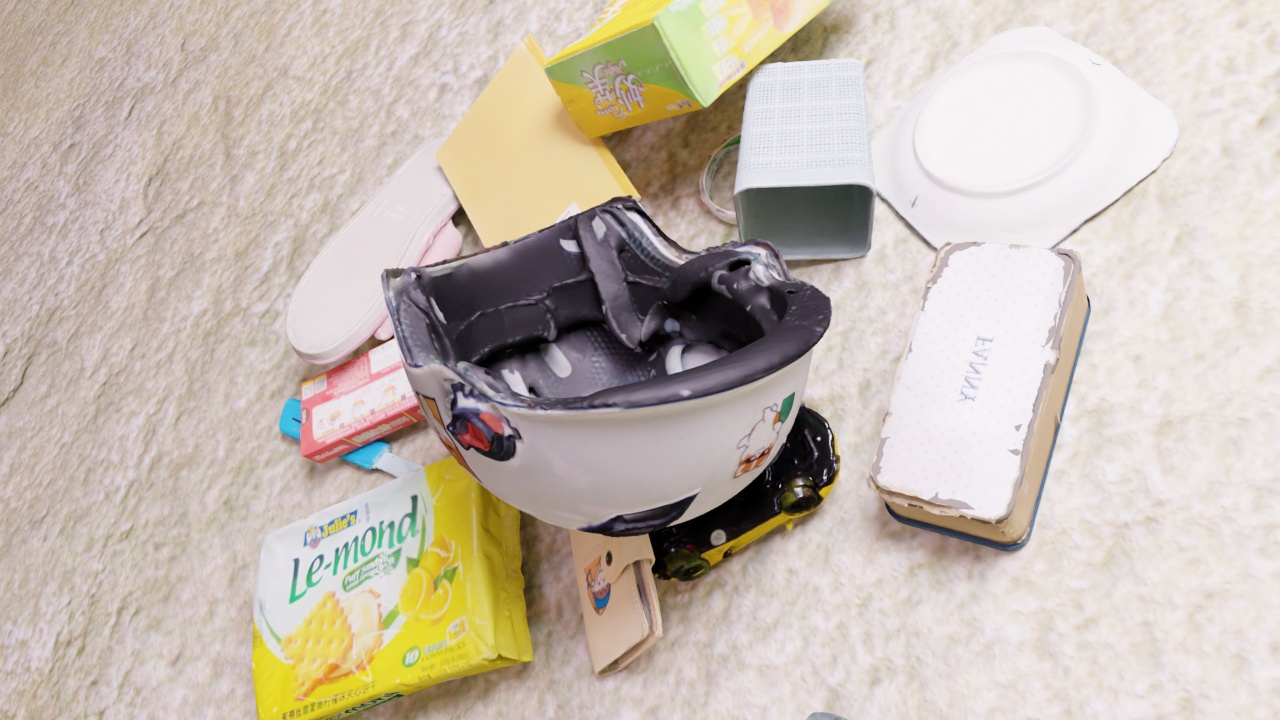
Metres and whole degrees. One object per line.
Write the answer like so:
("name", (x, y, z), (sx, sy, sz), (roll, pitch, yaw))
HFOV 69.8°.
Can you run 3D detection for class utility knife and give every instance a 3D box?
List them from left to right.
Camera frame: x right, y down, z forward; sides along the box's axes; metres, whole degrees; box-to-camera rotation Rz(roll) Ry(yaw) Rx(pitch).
("utility knife", (-0.246, 0.075, 0.798), (0.219, 0.018, 0.034), (16, 75, 34))

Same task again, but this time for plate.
("plate", (0.241, -0.149, 0.608), (0.164, 0.034, 0.164), (-40, 54, 8))

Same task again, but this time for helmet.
("helmet", (-0.022, 0.016, 0.549), (0.229, 0.157, 0.274), (-26, 37, -35))

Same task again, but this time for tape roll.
("tape roll", (0.087, -0.145, 0.710), (0.086, 0.014, 0.085), (-14, 60, 25))

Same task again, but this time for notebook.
("notebook", (-0.094, -0.155, 0.767), (0.146, 0.010, 0.206), (-45, 60, 24))

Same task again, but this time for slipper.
("slipper", (-0.221, -0.102, 0.839), (0.114, 0.054, 0.273), (12, 59, 27))

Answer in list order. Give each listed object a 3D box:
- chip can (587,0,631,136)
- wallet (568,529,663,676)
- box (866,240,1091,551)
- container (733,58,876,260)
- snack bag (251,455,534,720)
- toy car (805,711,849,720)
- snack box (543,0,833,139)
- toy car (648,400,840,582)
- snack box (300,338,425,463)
("chip can", (0.008, -0.300, 0.800), (0.072, 0.072, 0.213), (34, 85, 38))
("wallet", (-0.018, 0.138, 0.605), (0.088, 0.024, 0.115), (-48, 43, 42))
("box", (0.197, 0.022, 0.533), (0.090, 0.062, 0.184), (14, 76, 36))
("container", (0.113, -0.140, 0.633), (0.090, 0.090, 0.111), (-1, 65, 11))
("snack bag", (-0.185, 0.176, 0.678), (0.247, 0.068, 0.157), (-23, 57, 20))
("toy car", (0.099, 0.239, 0.496), (0.043, 0.036, 0.091), (11, 72, 33))
("snack box", (0.051, -0.256, 0.678), (0.209, 0.070, 0.158), (-43, 25, -23))
("toy car", (0.061, 0.087, 0.590), (0.156, 0.041, 0.071), (-35, 53, 18))
("snack box", (-0.223, 0.027, 0.782), (0.153, 0.025, 0.075), (-24, 57, 16))
